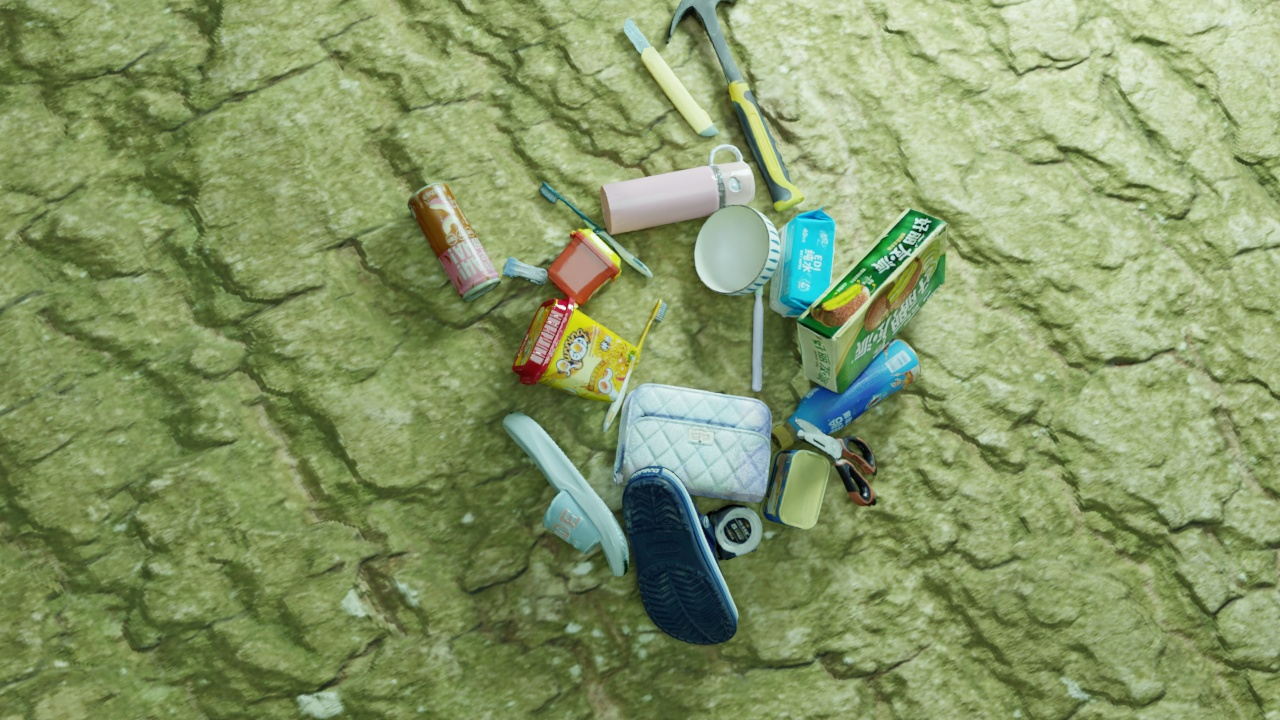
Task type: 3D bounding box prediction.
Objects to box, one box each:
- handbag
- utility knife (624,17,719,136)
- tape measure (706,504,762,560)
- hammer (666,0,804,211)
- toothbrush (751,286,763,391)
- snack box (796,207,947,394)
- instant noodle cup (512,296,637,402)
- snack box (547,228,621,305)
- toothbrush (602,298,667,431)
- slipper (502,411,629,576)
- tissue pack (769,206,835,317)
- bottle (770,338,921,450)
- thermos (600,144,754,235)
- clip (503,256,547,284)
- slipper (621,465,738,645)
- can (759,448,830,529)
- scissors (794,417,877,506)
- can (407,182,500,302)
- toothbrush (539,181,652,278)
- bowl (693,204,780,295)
[{"bbox_3d":[0.067,0.105,1.171,0.194,0.076,0.134,7,82,-6],"label":"handbag"},{"bbox_3d":[0.038,-0.381,1.243,0.031,0.021,0.198,-38,97,-15],"label":"utility knife"},{"bbox_3d":[0.124,0.220,1.189,0.066,0.033,0.065,-16,89,-7],"label":"tape measure"},{"bbox_3d":[0.136,-0.355,1.248,0.126,0.032,0.323,-22,88,-9],"label":"hammer"},{"bbox_3d":[0.161,-0.053,1.228,0.021,0.029,0.189,1,85,33],"label":"toothbrush"},{"bbox_3d":[0.300,-0.078,1.178,0.063,0.114,0.239,32,66,34],"label":"snack box"},{"bbox_3d":[-0.080,-0.006,1.150,0.123,0.116,0.116,26,81,-16],"label":"instant noodle cup"},{"bbox_3d":[-0.075,-0.117,1.169,0.082,0.091,0.080,44,88,-1],"label":"snack box"},{"bbox_3d":[-0.007,0.007,1.202,0.018,0.016,0.191,25,81,-12],"label":"toothbrush"},{"bbox_3d":[-0.099,0.170,1.132,0.074,0.104,0.245,-38,86,-13],"label":"slipper"},{"bbox_3d":[0.215,-0.125,1.206,0.063,0.090,0.140,8,84,-8],"label":"tissue pack"},{"bbox_3d":[0.266,0.050,1.204,0.218,0.065,0.065,-32,89,-12],"label":"bottle"},{"bbox_3d":[0.047,-0.225,1.203,0.198,0.067,0.087,-14,97,-7],"label":"thermos"},{"bbox_3d":[-0.149,-0.115,1.192,0.058,0.041,0.026,19,79,-10],"label":"clip"},{"bbox_3d":[0.045,0.240,1.149,0.105,0.095,0.253,-15,108,21],"label":"slipper"},{"bbox_3d":[0.199,0.165,1.179,0.057,0.083,0.102,16,82,-6],"label":"can"},{"bbox_3d":[0.248,0.127,1.147,0.015,0.204,0.197,-15,99,34],"label":"scissors"},{"bbox_3d":[-0.237,-0.150,1.164,0.058,0.058,0.147,-30,89,-10],"label":"can"},{"bbox_3d":[-0.059,-0.170,1.212,0.191,0.016,0.018,40,91,-2],"label":"toothbrush"},{"bbox_3d":[0.134,-0.140,1.198,0.066,0.117,0.116,7,81,-51],"label":"bowl"}]
